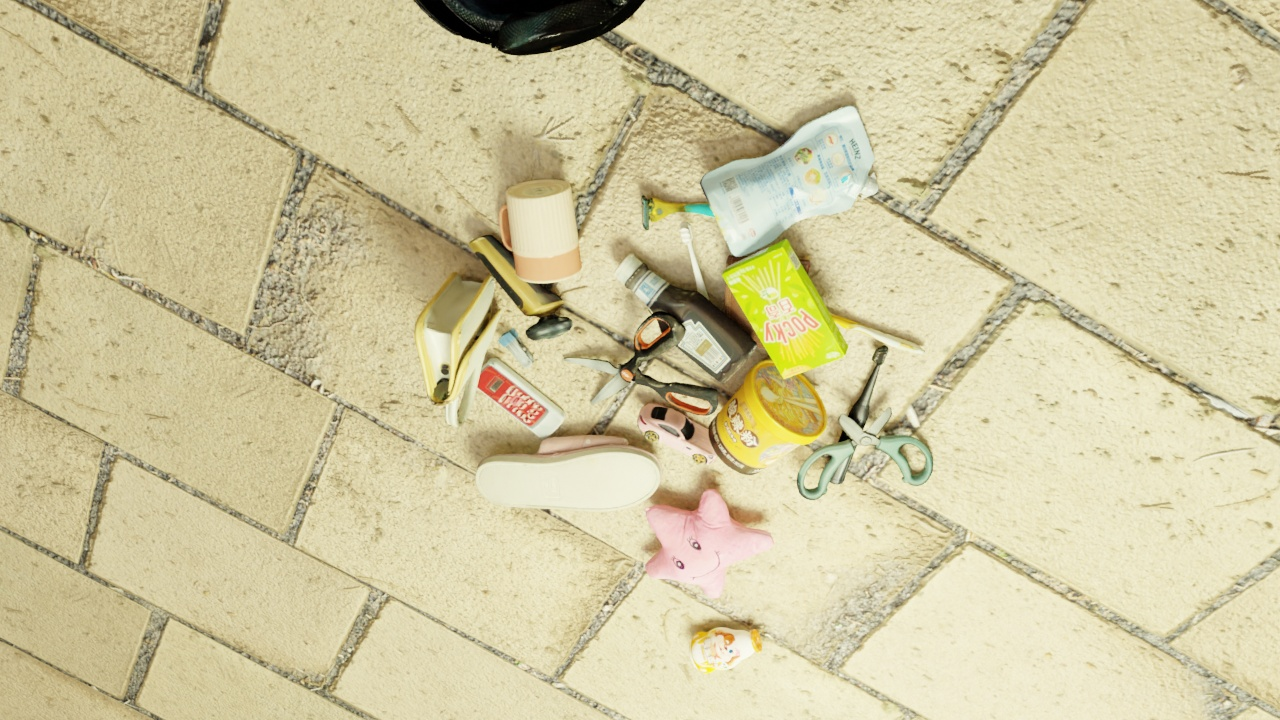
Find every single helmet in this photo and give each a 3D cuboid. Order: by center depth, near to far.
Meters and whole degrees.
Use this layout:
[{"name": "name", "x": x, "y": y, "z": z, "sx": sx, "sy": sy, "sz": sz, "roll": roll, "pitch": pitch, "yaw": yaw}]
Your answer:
[{"name": "helmet", "x": -0.097, "y": -0.416, "z": 0.875, "sx": 0.275, "sy": 0.229, "sz": 0.234, "roll": 3, "pitch": 111, "yaw": 23}]

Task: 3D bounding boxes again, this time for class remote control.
[{"name": "remote control", "x": -0.170, "y": 0.054, "z": 1.283, "sx": 0.136, "sy": 0.020, "sz": 0.056, "roll": 40, "pitch": 119, "yaw": -11}]

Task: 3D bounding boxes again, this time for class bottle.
[{"name": "bottle", "x": 0.051, "y": -0.057, "z": 1.138, "sx": 0.195, "sy": 0.043, "sz": 0.080, "roll": 40, "pitch": 138, "yaw": 1}, {"name": "bottle", "x": 0.131, "y": 0.442, "z": 1.413, "sx": 0.109, "sy": 0.063, "sz": 0.063, "roll": -20, "pitch": 113, "yaw": 22}]

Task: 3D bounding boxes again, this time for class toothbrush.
[{"name": "toothbrush", "x": 0.074, "y": -0.091, "z": 1.131, "sx": 0.016, "sy": 0.016, "sz": 0.180, "roll": -7, "pitch": 127, "yaw": 16}, {"name": "toothbrush", "x": 0.259, "y": -0.040, "z": 1.132, "sx": 0.191, "sy": 0.016, "sz": 0.018, "roll": 20, "pitch": 118, "yaw": 1}, {"name": "toothbrush", "x": 0.281, "y": 0.072, "z": 1.186, "sx": 0.027, "sy": 0.026, "sz": 0.213, "roll": -8, "pitch": 127, "yaw": -29}]

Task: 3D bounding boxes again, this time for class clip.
[{"name": "clip", "x": -0.166, "y": -0.016, "z": 1.244, "sx": 0.026, "sy": 0.036, "sz": 0.058, "roll": -32, "pitch": 105, "yaw": 24}]

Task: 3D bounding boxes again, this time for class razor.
[{"name": "razor", "x": 0.067, "y": -0.176, "z": 1.090, "sx": 0.132, "sy": 0.028, "sz": 0.043, "roll": 3, "pitch": 127, "yaw": 7}, {"name": "razor", "x": -0.156, "y": -0.092, "z": 1.174, "sx": 0.167, "sy": 0.067, "sz": 0.062, "roll": 49, "pitch": 157, "yaw": -9}]

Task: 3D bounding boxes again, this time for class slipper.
[{"name": "slipper", "x": -0.102, "y": 0.160, "z": 1.308, "sx": 0.275, "sy": 0.054, "sz": 0.114, "roll": -6, "pitch": 118, "yaw": 13}]

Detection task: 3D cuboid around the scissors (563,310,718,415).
[{"name": "scissors", "x": 0.003, "y": 0.018, "z": 1.184, "sx": 0.228, "sy": 0.021, "sz": 0.222, "roll": 32, "pitch": 137, "yaw": 7}]

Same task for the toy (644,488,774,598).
[{"name": "toy", "x": 0.073, "y": 0.263, "z": 1.315, "sx": 0.178, "sy": 0.074, "sz": 0.195, "roll": 36, "pitch": 122, "yaw": -8}]

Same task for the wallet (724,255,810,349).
[{"name": "wallet", "x": 0.155, "y": -0.070, "z": 1.120, "sx": 0.101, "sy": 0.032, "sz": 0.125, "roll": 10, "pitch": 124, "yaw": 20}]

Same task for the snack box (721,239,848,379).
[{"name": "snack box", "x": 0.172, "y": -0.058, "z": 1.085, "sx": 0.086, "sy": 0.026, "sz": 0.156, "roll": -22, "pitch": 110, "yaw": 32}]

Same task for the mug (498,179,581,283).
[{"name": "mug", "x": -0.129, "y": -0.162, "z": 1.122, "sx": 0.115, "sy": 0.081, "sz": 0.106, "roll": 18, "pitch": 125, "yaw": 37}]

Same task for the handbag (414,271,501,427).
[{"name": "handbag", "x": -0.225, "y": -0.007, "z": 1.177, "sx": 0.063, "sy": 0.163, "sz": 0.179, "roll": 5, "pitch": 122, "yaw": 9}]

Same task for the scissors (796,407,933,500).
[{"name": "scissors", "x": 0.290, "y": 0.139, "z": 1.203, "sx": 0.171, "sy": 0.019, "sz": 0.170, "roll": 36, "pitch": 114, "yaw": -24}]

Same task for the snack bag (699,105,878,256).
[{"name": "snack bag", "x": 0.172, "y": -0.200, "z": 1.039, "sx": 0.191, "sy": 0.038, "sz": 0.110, "roll": -24, "pitch": 103, "yaw": 11}]

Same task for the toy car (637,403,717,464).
[{"name": "toy car", "x": 0.053, "y": 0.096, "z": 1.236, "sx": 0.122, "sy": 0.056, "sz": 0.037, "roll": 26, "pitch": 129, "yaw": -3}]

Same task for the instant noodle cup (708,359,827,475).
[{"name": "instant noodle cup", "x": 0.156, "y": 0.078, "z": 1.172, "sx": 0.118, "sy": 0.118, "sz": 0.115, "roll": 36, "pitch": 129, "yaw": -9}]
